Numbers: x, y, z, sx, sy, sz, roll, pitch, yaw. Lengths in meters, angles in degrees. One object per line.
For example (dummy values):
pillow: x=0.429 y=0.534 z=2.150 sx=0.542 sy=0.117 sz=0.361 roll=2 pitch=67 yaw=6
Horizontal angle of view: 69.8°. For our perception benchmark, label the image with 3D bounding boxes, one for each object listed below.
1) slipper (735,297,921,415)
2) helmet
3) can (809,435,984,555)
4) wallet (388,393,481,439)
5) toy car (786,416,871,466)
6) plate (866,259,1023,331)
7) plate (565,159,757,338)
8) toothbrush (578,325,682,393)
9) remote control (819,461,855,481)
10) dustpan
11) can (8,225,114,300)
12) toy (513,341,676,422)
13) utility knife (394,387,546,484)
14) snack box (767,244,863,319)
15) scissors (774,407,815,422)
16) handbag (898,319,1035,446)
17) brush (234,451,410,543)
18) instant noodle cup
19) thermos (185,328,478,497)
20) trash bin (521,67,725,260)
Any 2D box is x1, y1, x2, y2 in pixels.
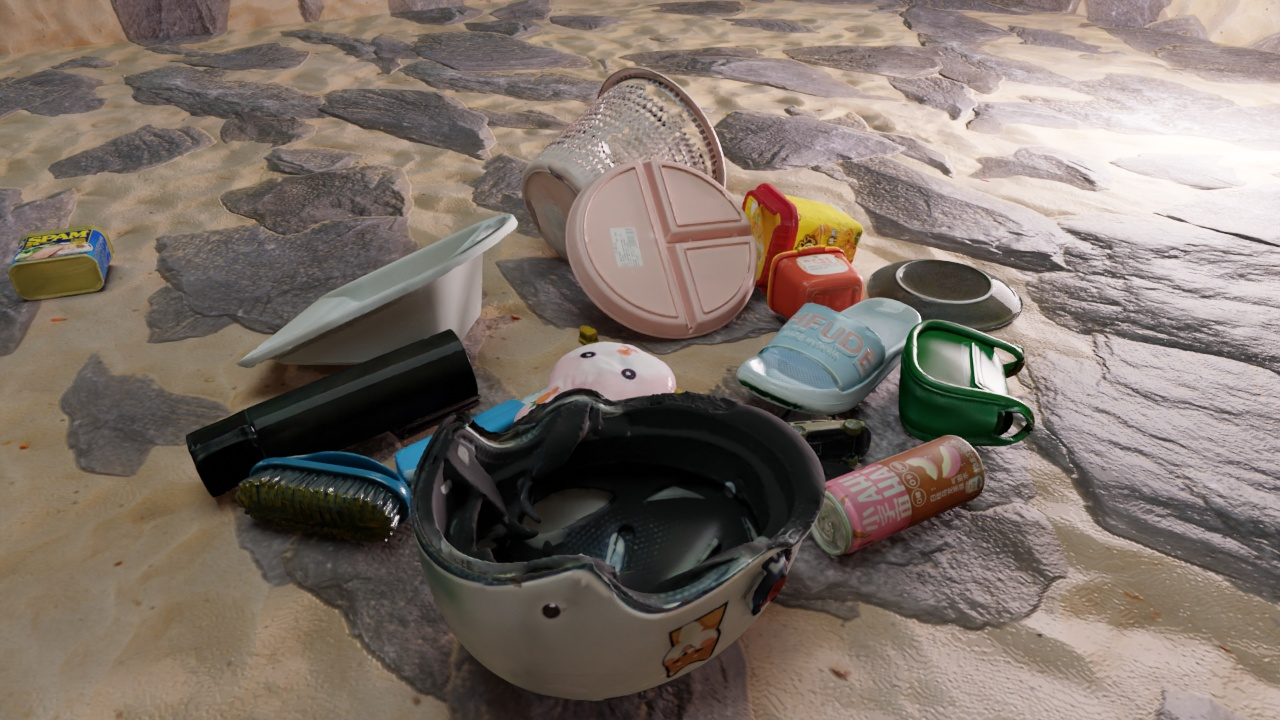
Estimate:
slipper: x=0.198 y=-0.018 z=0.903 sx=0.104 sy=0.074 sz=0.244 roll=29 pitch=41 yaw=35
helmet: x=-0.016 y=0.130 z=0.616 sx=0.273 sy=0.157 sz=0.230 roll=-11 pitch=30 yaw=-36
can: x=0.206 y=0.107 z=0.741 sx=0.147 sy=0.058 sz=0.058 roll=-17 pitch=35 yaw=-24
wallet: x=-0.232 y=0.031 z=0.913 sx=0.122 sy=0.020 sz=0.096 roll=29 pitch=42 yaw=36
toy car: x=0.159 y=0.072 z=0.815 sx=0.090 sy=0.042 sz=0.035 roll=-4 pitch=30 yaw=-5
plate: x=0.360 y=-0.086 z=1.089 sx=0.179 sy=0.024 sz=0.179 roll=-1 pitch=31 yaw=0
plate: x=0.029 y=-0.134 z=1.041 sx=0.229 sy=0.028 sz=0.229 roll=6 pitch=67 yaw=-13
toothbrush: x=-0.006 y=0.006 z=0.950 sx=0.015 sy=0.017 sz=0.190 roll=-24 pitch=38 yaw=-32
remote control: x=0.129 y=0.106 z=0.777 sx=0.136 sy=0.024 sz=0.053 roll=-6 pitch=31 yaw=-9
dustpan: x=-0.260 y=-0.089 z=0.969 sx=0.258 sy=0.143 sz=0.222 roll=5 pitch=22 yaw=3
can: x=-0.713 y=-0.120 z=1.132 sx=0.102 sy=0.057 sz=0.083 roll=-11 pitch=35 yaw=-16
toy: x=-0.042 y=0.036 z=0.872 sx=0.121 sy=0.054 sz=0.159 roll=23 pitch=46 yaw=29
utility knife: x=-0.137 y=0.058 z=0.866 sx=0.215 sy=0.018 sz=0.034 roll=-27 pitch=52 yaw=-37
snack box: x=0.197 y=-0.080 z=1.024 sx=0.091 sy=0.082 sz=0.080 roll=-8 pitch=31 yaw=-16
scissors: x=0.170 y=0.021 z=0.926 sx=0.202 sy=0.015 sz=0.204 roll=-9 pitch=34 yaw=-14
handbag: x=0.307 y=0.020 z=0.872 sx=0.120 sy=0.068 sz=0.131 roll=7 pitch=33 yaw=11
brush: x=-0.253 y=0.106 z=0.753 sx=0.144 sy=0.055 sz=0.073 roll=6 pitch=33 yaw=11
instant noodle cup: x=0.191 y=-0.145 z=1.116 sx=0.123 sy=0.116 sz=0.116 roll=1 pitch=30 yaw=-21
thermos: x=-0.266 y=0.045 z=0.808 sx=0.242 sy=0.068 sz=0.090 roll=-24 pitch=-2 yaw=-21
trash bin: x=-0.036 y=-0.230 z=1.177 sx=0.228 sy=0.228 sz=0.191 roll=26 pitch=53 yaw=36
